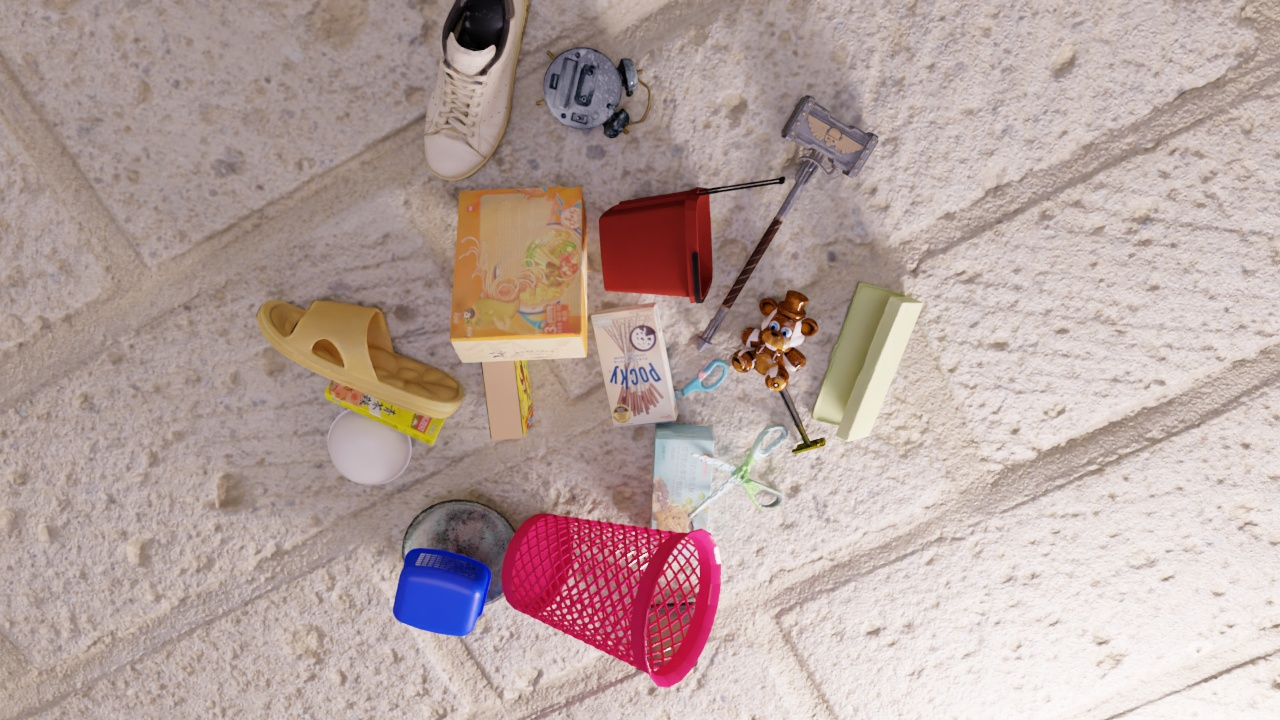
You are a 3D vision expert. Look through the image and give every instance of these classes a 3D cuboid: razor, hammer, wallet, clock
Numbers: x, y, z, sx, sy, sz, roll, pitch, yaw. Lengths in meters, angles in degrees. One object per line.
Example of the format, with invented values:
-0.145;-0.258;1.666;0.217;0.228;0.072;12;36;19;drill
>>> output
0.193;0.066;1.158;0.043;0.026;0.106;-22;96;42;razor
0.151;-0.146;1.092;0.098;0.044;0.322;29;106;-7;hammer
0.034;0.370;1.237;0.091;0.018;0.116;-4;123;1;wallet
-0.051;-0.305;1.042;0.129;0.052;0.090;15;106;-2;clock

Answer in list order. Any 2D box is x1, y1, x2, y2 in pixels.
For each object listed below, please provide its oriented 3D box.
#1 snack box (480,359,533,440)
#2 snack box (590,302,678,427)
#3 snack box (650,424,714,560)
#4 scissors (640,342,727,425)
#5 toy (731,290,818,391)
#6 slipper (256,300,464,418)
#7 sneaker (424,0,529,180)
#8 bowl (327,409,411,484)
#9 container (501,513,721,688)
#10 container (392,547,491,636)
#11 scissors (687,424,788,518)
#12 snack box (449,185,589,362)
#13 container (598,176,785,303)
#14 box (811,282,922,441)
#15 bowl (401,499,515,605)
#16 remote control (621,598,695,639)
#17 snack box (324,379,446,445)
-0.163;0.022;1.120;0.040;0.088;0.126;-4;106;2;snack box
-0.007;0.007;1.139;0.082;0.026;0.150;-8;105;14;snack box
0.052;0.168;1.176;0.075;0.053;0.175;2;109;-1;snack box
0.037;0.027;1.158;0.136;0.015;0.125;-41;102;9;scissors
0.167;-0.029;1.114;0.087;0.067;0.113;30;119;17;toy
-0.331;-0.016;1.107;0.263;0.099;0.079;27;114;-11;slipper
-0.186;-0.313;1.016;0.089;0.102;0.242;18;107;-4;sneaker
-0.353;0.116;1.176;0.110;0.040;0.110;0;106;1;bowl
-0.043;0.273;1.122;0.226;0.182;0.183;9;109;31;container
-0.257;0.300;1.176;0.114;0.058;0.096;14;106;-3;container
0.127;0.138;1.158;0.171;0.023;0.168;29;95;-36;scissors
-0.133;-0.096;1.048;0.145;0.081;0.195;-2;65;2;snack box
0.064;-0.137;1.040;0.201;0.147;0.127;-1;107;11;container
0.283;0.005;1.128;0.077;0.089;0.188;6;108;-33;box
-0.232;0.249;1.213;0.157;0.038;0.157;0;106;1;bowl
0.036;0.352;1.249;0.126;0.018;0.038;-13;106;6;remote control
-0.320;0.058;1.156;0.148;0.029;0.040;25;67;-6;snack box
